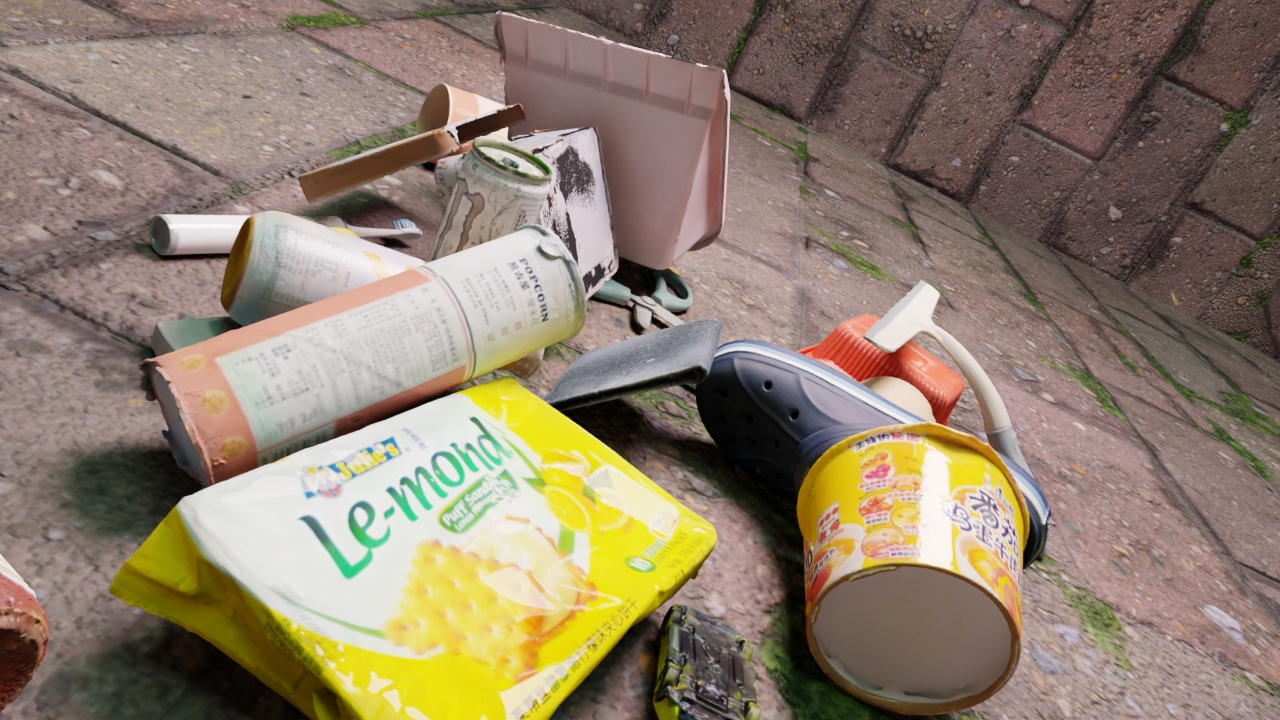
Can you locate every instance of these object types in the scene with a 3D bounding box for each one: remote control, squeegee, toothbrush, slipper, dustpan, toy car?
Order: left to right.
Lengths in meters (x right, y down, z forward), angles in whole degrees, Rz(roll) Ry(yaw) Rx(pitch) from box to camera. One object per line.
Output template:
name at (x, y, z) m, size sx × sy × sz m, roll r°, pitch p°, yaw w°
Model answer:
remote control at (-0.213, -0.007, 0.544) m, size 0.056 × 0.019 × 0.134 m, roll 40°, pitch 27°, yaw 25°
toothbrush at (-0.247, -0.094, 0.677) m, size 0.220 × 0.027 × 0.026 m, roll -13°, pitch 67°, yaw -55°
dustpan at (-0.016, -0.204, 0.888) m, size 0.223 × 0.274 × 0.138 m, roll 23°, pitch 40°, yaw 15°
toy car at (0.029, 0.155, 0.446) m, size 0.048 × 0.032 × 0.105 m, roll 26°, pitch 12°, yaw -1°
slipper at (0.140, 0.077, 0.616) m, size 0.253 × 0.105 × 0.095 m, roll 26°, pitch 31°, yaw 21°
squeegee at (0.288, 0.051, 0.763) m, size 0.246 × 0.039 × 0.245 m, roll 61°, pitch 30°, yaw 1°

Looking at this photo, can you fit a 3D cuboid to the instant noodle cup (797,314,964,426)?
instant noodle cup at (0.228, 0.022, 0.858) m, size 0.164 × 0.079 × 0.188 m, roll 38°, pitch 22°, yaw 17°

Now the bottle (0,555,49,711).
bottle at (-0.285, 0.047, 0.316) m, size 0.206 × 0.060 × 0.059 m, roll 34°, pitch 25°, yaw 22°

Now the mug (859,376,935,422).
mug at (0.159, 0.051, 0.725) m, size 0.125 × 0.084 × 0.103 m, roll 35°, pitch 27°, yaw 25°

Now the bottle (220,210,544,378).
bottle at (-0.147, -0.030, 0.551) m, size 0.189 × 0.068 × 0.068 m, roll 18°, pitch 25°, yaw -33°

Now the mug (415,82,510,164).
mug at (-0.183, -0.240, 0.989) m, size 0.105 × 0.081 × 0.115 m, roll 10°, pitch -1°, yaw -36°

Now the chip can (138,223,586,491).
chip can at (-0.132, -0.006, 0.472) m, size 0.214 × 0.071 × 0.071 m, roll -26°, pitch 54°, yaw -34°

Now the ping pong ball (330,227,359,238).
ping pong ball at (-0.216, -0.074, 0.652) m, size 0.040 × 0.040 × 0.040 m, roll 22°, pitch 24°, yaw -11°

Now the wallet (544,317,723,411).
wallet at (-0.004, 0.004, 0.648) m, size 0.121 × 0.019 × 0.097 m, roll -14°, pitch 16°, yaw 17°

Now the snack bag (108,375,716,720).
snack bag at (-0.077, 0.095, 0.415) m, size 0.158 × 0.068 × 0.245 m, roll 35°, pitch 25°, yaw 16°

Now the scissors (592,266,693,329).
scissors at (-0.008, -0.075, 0.892) m, size 0.170 × 0.019 × 0.178 m, roll 31°, pitch 23°, yaw 14°

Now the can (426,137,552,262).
can at (-0.111, -0.071, 0.617) m, size 0.058 × 0.147 × 0.058 m, roll 22°, pitch 24°, yaw -10°

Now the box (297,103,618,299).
box at (-0.140, -0.117, 0.733) m, size 0.193 × 0.157 × 0.182 m, roll -5°, pitch 18°, yaw 16°

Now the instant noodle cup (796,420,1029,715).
instant noodle cup at (0.153, 0.122, 0.523) m, size 0.138 × 0.138 × 0.109 m, roll 27°, pitch 32°, yaw 1°

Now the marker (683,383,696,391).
marker at (0.066, 0.028, 0.756) m, size 0.124 × 0.018 × 0.015 m, roll 29°, pitch 25°, yaw 7°
